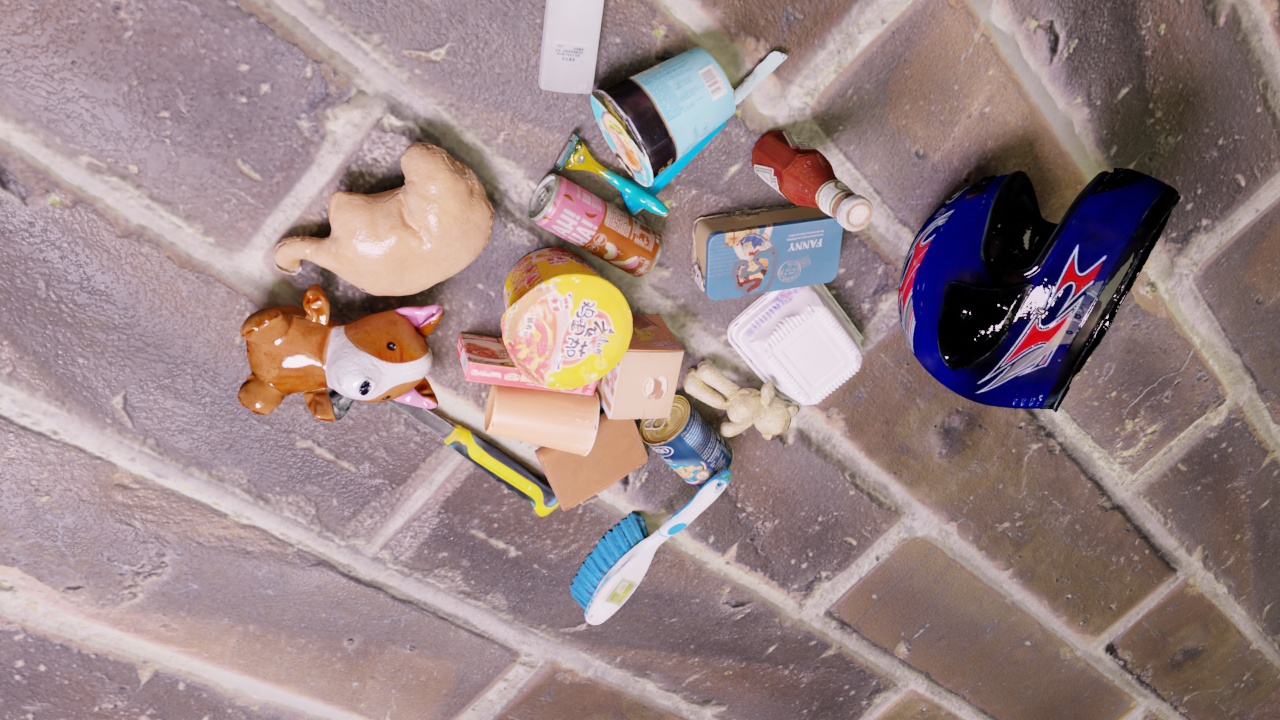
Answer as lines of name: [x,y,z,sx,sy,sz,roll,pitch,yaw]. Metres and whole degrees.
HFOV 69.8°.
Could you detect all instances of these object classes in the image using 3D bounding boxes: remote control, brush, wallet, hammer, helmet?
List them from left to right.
hammer: [-0.212,0.096,1.105,0.126,0.032,0.323,-43,124,10]
remote control: [-0.067,-0.333,0.902,0.056,0.019,0.135,-1,120,-18]
wallet: [-0.058,0.124,1.165,0.131,0.031,0.108,-29,124,-13]
brush: [0.011,0.236,1.221,0.060,0.109,0.315,26,109,-28]
helmet: [0.438,-0.102,1.080,0.246,0.240,0.316,-33,145,-47]

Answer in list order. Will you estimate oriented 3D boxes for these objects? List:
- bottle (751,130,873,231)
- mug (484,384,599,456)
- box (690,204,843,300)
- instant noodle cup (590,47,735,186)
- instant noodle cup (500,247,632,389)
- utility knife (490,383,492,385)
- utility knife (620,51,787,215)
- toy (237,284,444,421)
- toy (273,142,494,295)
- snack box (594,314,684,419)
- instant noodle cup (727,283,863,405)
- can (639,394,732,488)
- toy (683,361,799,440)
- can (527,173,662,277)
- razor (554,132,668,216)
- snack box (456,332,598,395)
bottle: [0.179,-0.188,0.962,0.059,0.206,0.060,-8,121,-14]
mug: [-0.117,0.065,1.076,0.122,0.078,0.078,10,116,-16]
box: [0.152,-0.130,1.077,0.184,0.061,0.090,-11,124,-11]
instant noodle cup: [0.028,-0.256,0.938,0.120,0.111,0.111,-34,125,-8]
instant noodle cup: [-0.088,-0.055,1.009,0.138,0.109,0.138,-9,123,-14]
utility knife: [-0.133,0.052,1.116,0.033,0.015,0.164,-35,126,11]
utility knife: [0.068,-0.250,0.999,0.237,0.018,0.034,-42,122,10]
toy: [-0.306,-0.003,0.947,0.199,0.130,0.140,4,118,-18]
toy: [-0.257,-0.122,0.933,0.226,0.082,0.143,-29,122,4]
snack box: [-0.006,0.006,1.084,0.077,0.094,0.093,1,119,-20]
instant noodle cup: [0.208,-0.017,1.167,0.138,0.060,0.173,-40,123,7]
can: [0.061,0.106,1.180,0.075,0.075,0.111,-39,125,6]
toy: [0.127,0.050,1.177,0.157,0.066,0.105,28,121,-21]
can: [-0.047,-0.145,0.999,0.147,0.058,0.058,26,109,-30]
razor: [-0.026,-0.192,0.984,0.132,0.028,0.043,29,103,-15]
snack box: [-0.130,0.004,1.051,0.152,0.075,0.025,8,116,-23]
